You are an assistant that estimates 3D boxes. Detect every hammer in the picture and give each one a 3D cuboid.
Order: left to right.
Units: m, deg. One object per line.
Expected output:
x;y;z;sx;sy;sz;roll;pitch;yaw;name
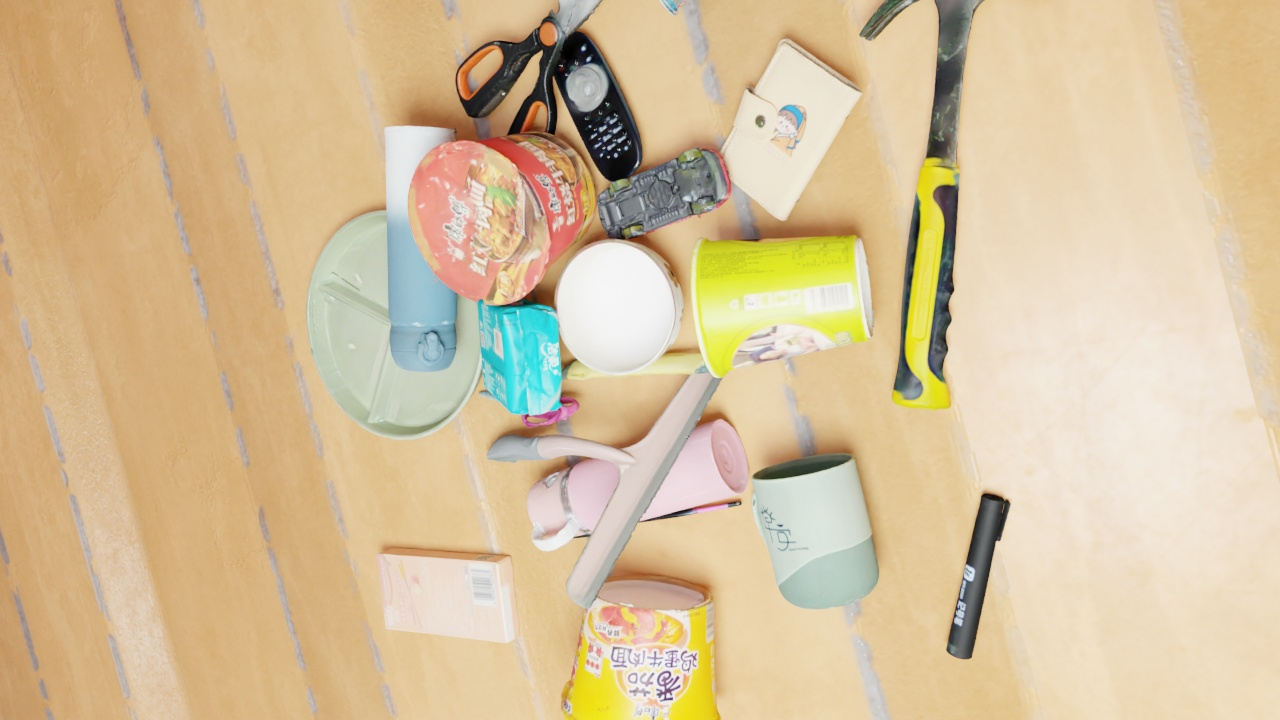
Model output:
0.216;-0.124;0.675;0.126;0.031;0.323;8;102;26;hammer

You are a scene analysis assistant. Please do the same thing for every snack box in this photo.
-0.199;0.239;0.942;0.157;0.026;0.084;-2;97;27;snack box

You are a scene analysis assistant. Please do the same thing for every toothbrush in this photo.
0.005;0.142;0.832;0.190;0.014;0.017;-15;81;27;toothbrush

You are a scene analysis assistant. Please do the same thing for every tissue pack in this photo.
-0.109;-0.008;0.816;0.133;0.050;0.093;-155;60;-66;tissue pack

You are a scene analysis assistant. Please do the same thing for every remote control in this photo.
-0.035;-0.218;0.790;0.053;0.024;0.136;-28;83;31;remote control

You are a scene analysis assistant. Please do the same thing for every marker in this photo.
0.259;0.167;0.706;0.022;0.020;0.132;7;101;-4;marker

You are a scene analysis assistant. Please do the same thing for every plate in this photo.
-0.245;-0.035;0.923;0.231;0.027;0.230;5;100;26;plate

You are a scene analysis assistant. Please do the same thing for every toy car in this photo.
0.021;-0.137;0.763;0.121;0.045;0.053;-15;93;33;toy car

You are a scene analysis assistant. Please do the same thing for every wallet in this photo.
0.109;-0.181;0.715;0.087;0.024;0.115;46;128;24;wallet

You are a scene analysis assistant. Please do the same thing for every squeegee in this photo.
-0.071;0.081;0.805;0.250;0.247;0.040;-2;138;48;squeegee

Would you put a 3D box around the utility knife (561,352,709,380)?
-0.005;0.005;0.799;0.167;0.030;0.018;-7;130;37;utility knife

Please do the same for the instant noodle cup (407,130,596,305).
-0.112;-0.129;0.781;0.138;0.108;0.138;13;121;23;instant noodle cup

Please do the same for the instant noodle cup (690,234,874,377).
0.112;-0.048;0.703;0.124;0.111;0.111;-6;95;19;instant noodle cup

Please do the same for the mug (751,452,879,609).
0.132;0.136;0.736;0.112;0.082;0.106;-10;95;58;mug

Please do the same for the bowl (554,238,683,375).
-0.010;-0.048;0.783;0.114;0.062;0.113;5;101;27;bowl

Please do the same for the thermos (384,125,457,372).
-0.198;-0.101;0.838;0.070;0.070;0.220;5;99;26;thermos

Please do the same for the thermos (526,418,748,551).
-0.010;0.114;0.796;0.199;0.087;0.067;-20;116;26;thermos

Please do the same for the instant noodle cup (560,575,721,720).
0.004;0.251;0.787;0.138;0.137;0.110;4;92;26;instant noodle cup

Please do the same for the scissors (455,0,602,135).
-0.075;-0.256;0.784;0.230;0.021;0.190;-7;104;38;scissors

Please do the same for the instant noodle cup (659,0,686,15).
0.047;-0.336;0.698;0.110;0.099;0.099;-27;85;19;instant noodle cup

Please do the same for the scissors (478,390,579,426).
-0.112;0.041;0.853;0.133;0.056;0.017;11;120;45;scissors
